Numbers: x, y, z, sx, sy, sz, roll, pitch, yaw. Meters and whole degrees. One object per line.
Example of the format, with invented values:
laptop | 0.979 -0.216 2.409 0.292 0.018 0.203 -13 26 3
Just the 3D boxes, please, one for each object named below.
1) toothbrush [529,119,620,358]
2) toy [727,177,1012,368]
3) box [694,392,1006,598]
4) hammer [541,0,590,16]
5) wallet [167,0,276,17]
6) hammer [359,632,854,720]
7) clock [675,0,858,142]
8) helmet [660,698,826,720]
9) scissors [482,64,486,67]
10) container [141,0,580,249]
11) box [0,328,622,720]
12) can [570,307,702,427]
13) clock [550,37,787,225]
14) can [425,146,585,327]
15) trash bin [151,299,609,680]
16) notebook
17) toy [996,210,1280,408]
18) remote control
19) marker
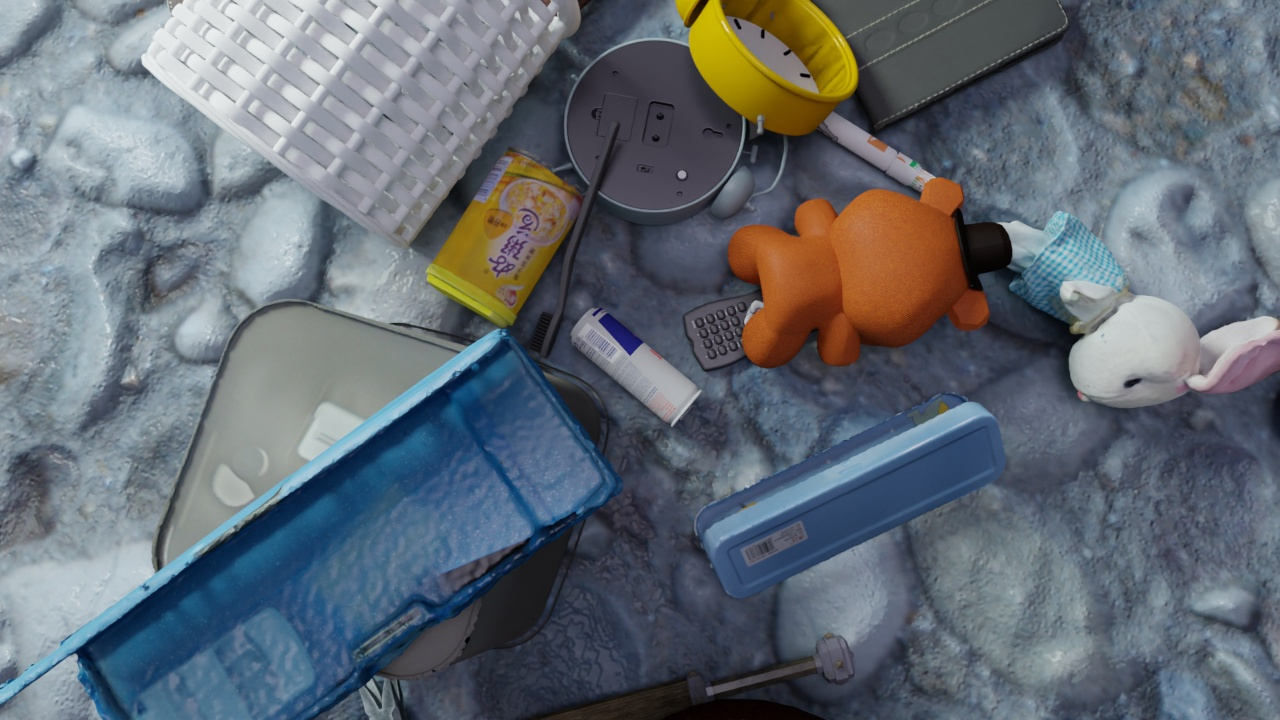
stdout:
toothbrush | -0.043 -0.079 0.614 0.013 0.012 0.167 24 107 10
toy | 0.145 -0.056 0.590 0.176 0.096 0.112 -11 82 25
box | 0.137 0.086 0.618 0.210 0.064 0.069 -25 120 0
hammer | 0.046 -0.343 0.655 0.300 0.028 0.111 -40 68 -2
wallet | -0.278 -0.284 0.667 0.123 0.019 0.072 -1 83 1
hammer | -0.013 0.236 0.599 0.317 0.028 0.147 -14 89 -1
clock | 0.082 -0.215 0.614 0.113 0.052 0.151 -5 63 -36
helmet | 0.072 0.313 0.480 0.233 0.254 0.233 -50 127 -20
scissors | -0.084 -0.268 0.667 0.108 0.016 0.179 -4 83 0
container | -0.166 -0.197 0.566 0.189 0.189 0.187 37 90 5
box | -0.125 0.081 0.354 0.231 0.110 0.094 -35 83 -3
can | -0.004 0.004 0.623 0.095 0.032 0.032 40 85 5
clock | 0.022 -0.154 0.636 0.159 0.045 0.122 11 83 1
can | -0.090 -0.081 0.617 0.067 0.068 0.105 31 84 4
trash bin | -0.133 0.070 0.523 0.197 0.220 0.197 17 83 3
notebook | 0.191 -0.289 0.660 0.169 0.029 0.209 -28 86 -2
toy | 0.302 -0.026 0.597 0.205 0.130 0.106 30 105 16
remote control | 0.092 -0.033 0.638 0.124 0.009 0.046 -20 83 -2
marker | 0.154 -0.155 0.648 0.145 0.017 0.017 33 84 5
